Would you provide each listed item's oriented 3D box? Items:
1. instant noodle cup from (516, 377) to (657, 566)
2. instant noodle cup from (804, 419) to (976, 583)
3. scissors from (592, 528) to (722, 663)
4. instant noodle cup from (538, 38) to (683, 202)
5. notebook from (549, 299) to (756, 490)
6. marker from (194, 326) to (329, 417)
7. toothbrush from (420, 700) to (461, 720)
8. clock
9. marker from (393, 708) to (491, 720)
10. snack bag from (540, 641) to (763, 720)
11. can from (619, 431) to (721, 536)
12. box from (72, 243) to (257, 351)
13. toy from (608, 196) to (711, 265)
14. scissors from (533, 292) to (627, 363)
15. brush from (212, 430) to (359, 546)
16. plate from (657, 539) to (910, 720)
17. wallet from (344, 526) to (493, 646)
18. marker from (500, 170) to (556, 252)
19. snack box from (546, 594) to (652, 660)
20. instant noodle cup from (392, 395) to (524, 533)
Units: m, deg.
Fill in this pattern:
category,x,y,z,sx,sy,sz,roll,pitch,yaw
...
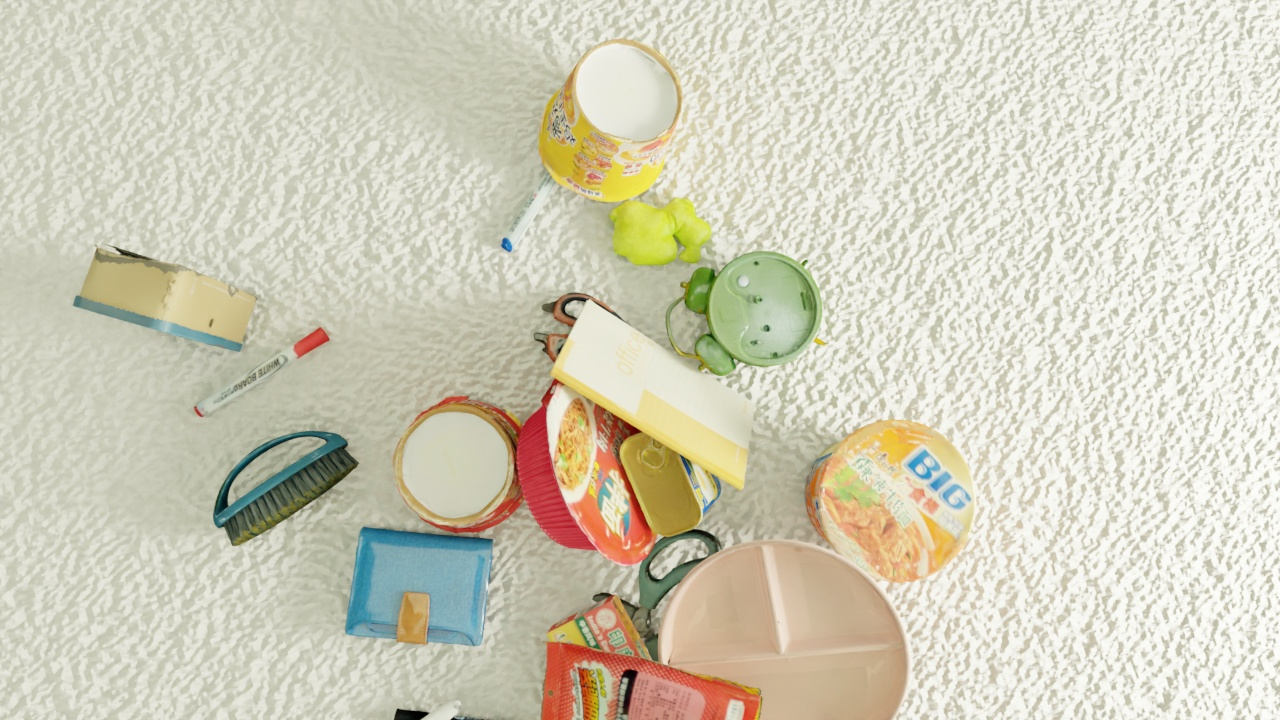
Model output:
category,x,y,z,sx,sy,sz,roll,pitch,yaw
instant noodle cup,-0.055,0.104,0.865,0.066,0.193,0.194,-19,85,24
instant noodle cup,0.233,0.135,0.899,0.151,0.111,0.151,0,84,-4
scissors,0.045,0.255,0.898,0.170,0.019,0.175,40,100,5
instant noodle cup,-0.025,-0.240,0.906,0.138,0.110,0.138,3,78,-15
notebook,0.019,0.029,0.881,0.206,0.145,0.010,32,121,-7
marker,-0.377,0.012,0.914,0.145,0.017,0.017,-33,88,-7
toothbrush,-0.246,0.378,0.875,0.180,0.016,0.016,-35,96,1
clock,0.106,-0.046,0.936,0.161,0.056,0.116,-11,85,-5
marker,-0.174,0.358,0.894,0.132,0.020,0.022,8,100,-3
snack bag,0.004,0.332,0.847,0.208,0.073,0.128,6,98,16
can,0.032,0.109,0.893,0.057,0.083,0.102,-23,90,22
box,-0.427,-0.054,0.834,0.090,0.184,0.063,15,86,2
toy,0.019,-0.132,0.950,0.100,0.031,0.096,-35,85,-11
scissors,-0.009,0.017,0.942,0.182,0.015,0.209,-21,86,-7
brush,-0.349,0.114,0.886,0.143,0.055,0.073,-35,88,-6
plate,0.131,0.271,0.853,0.230,0.028,0.229,2,101,11
wallet,-0.215,0.221,0.896,0.133,0.040,0.106,6,80,-3
marker,-0.102,-0.176,0.953,0.017,0.017,0.145,31,83,-1
snack box,-0.021,0.315,0.895,0.077,0.027,0.155,-29,87,13
instant noodle cup,-0.172,0.101,0.874,0.138,0.108,0.138,0,85,-4
